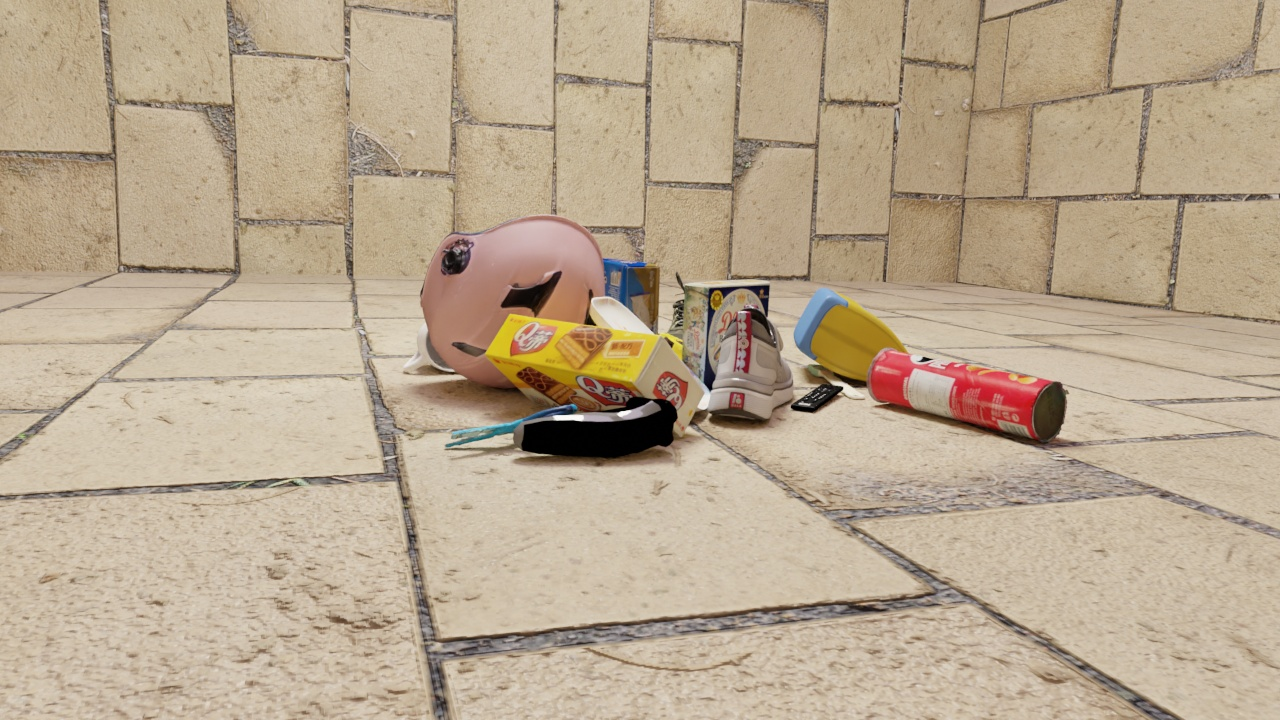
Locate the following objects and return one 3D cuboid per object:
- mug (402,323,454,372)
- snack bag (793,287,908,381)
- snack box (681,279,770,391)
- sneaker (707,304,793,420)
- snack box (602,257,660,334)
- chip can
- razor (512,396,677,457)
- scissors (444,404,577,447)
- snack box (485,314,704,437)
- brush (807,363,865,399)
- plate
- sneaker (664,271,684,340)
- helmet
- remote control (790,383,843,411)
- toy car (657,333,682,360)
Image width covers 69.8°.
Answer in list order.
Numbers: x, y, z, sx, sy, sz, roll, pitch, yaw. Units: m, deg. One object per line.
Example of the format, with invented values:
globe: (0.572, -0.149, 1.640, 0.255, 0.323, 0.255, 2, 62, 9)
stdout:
mug: (-0.294, -0.018, 1.319, 0.114, 0.081, 0.088, -35, 17, -19)
snack bag: (0.340, -0.019, 1.371, 0.205, 0.102, 0.159, 29, 11, 1)
snack box: (0.117, -0.035, 1.257, 0.043, 0.145, 0.144, 11, 13, 41)
sneaker: (0.140, -0.006, 1.142, 0.097, 0.129, 0.262, 7, 7, 15)
snack box: (-0.044, -0.091, 1.541, 0.069, 0.155, 0.203, -4, 10, -26)
chip can: (0.383, 0.038, 1.093, 0.073, 0.073, 0.233, -4, 12, -34)
razor: (-0.044, 0.068, 0.882, 0.156, 0.057, 0.060, -10, 42, -22)
scissors: (-0.123, 0.063, 0.896, 0.140, 0.013, 0.115, -2, -17, -43)
snack box: (-0.054, 0.013, 1.012, 0.231, 0.061, 0.110, 10, -29, 39)
brush: (0.280, 0.030, 1.317, 0.033, 0.012, 0.217, 2, 11, -5)
plate: (0.012, -0.006, 1.120, 0.187, 0.016, 0.186, 45, 10, 3)
sneaker: (0.090, -0.064, 1.435, 0.101, 0.143, 0.237, 6, 10, 18)
helmet: (-0.155, -0.061, 1.160, 0.256, 0.152, 0.230, -36, -43, 25)
remote control: (0.230, 0.047, 1.184, 0.030, 0.009, 0.139, 7, 12, 26)
toy car: (0.056, -0.007, 1.309, 0.107, 0.049, 0.030, 20, -1, 24)
